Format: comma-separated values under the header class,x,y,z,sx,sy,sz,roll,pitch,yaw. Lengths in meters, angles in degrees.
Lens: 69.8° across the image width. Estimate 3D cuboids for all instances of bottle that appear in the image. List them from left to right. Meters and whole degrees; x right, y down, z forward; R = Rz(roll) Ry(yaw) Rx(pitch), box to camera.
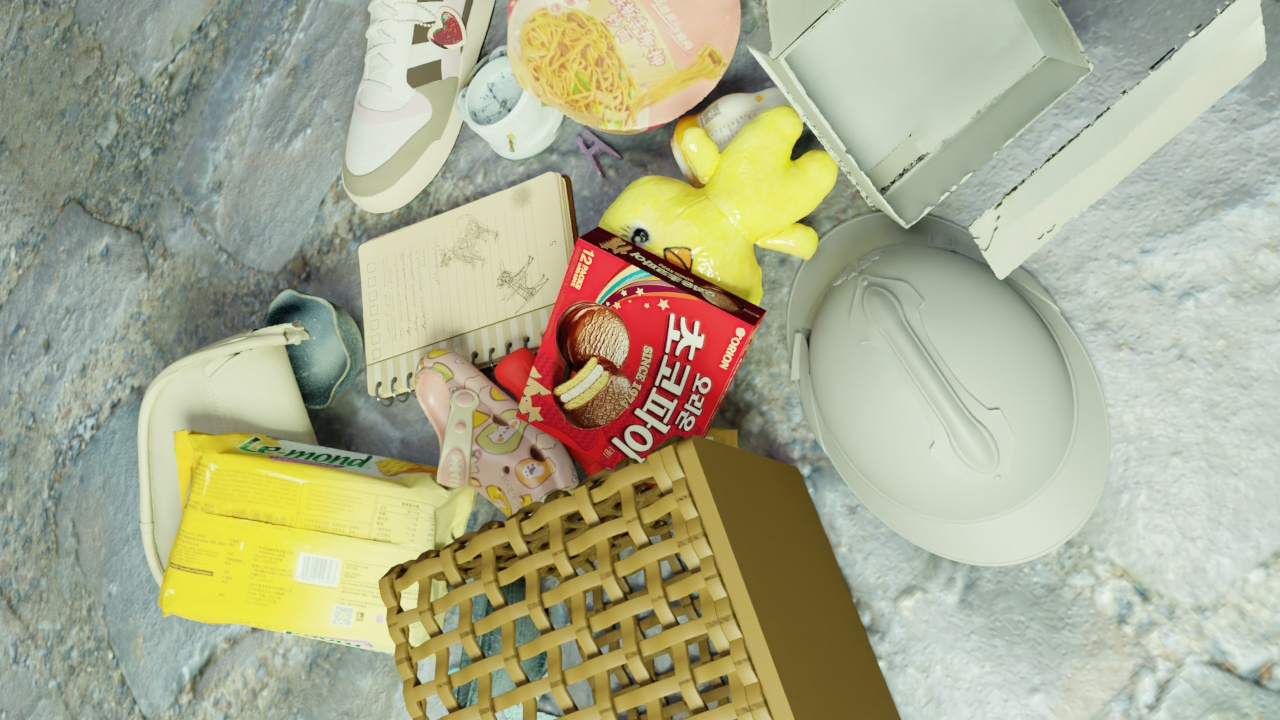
class,x,y,z,sx,sy,sz,roll,pitch,yaw
bottle,-0.070,0.044,0.741,0.036,0.036,0.119,-41,81,13
bottle,0.080,-0.176,0.708,0.109,0.063,0.063,-24,70,17

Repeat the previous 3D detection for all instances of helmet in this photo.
class,x,y,z,sx,sy,sz,roll,pitch,yaw
helmet,0.180,0.000,0.590,0.184,0.117,0.271,-35,65,16

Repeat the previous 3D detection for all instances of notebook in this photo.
class,x,y,z,sx,sy,sz,roll,pitch,yaw
notebook,-0.155,-0.061,0.820,0.226,0.024,0.167,-15,72,23

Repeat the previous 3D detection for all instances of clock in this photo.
class,x,y,z,sx,sy,sz,roll,pitch,yaw
clock,-0.120,-0.232,0.821,0.083,0.057,0.117,-48,56,10

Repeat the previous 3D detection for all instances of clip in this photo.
class,x,y,z,sx,sy,sz,roll,pitch,yaw
clip,-0.037,-0.182,0.794,0.032,0.013,0.051,-41,62,11

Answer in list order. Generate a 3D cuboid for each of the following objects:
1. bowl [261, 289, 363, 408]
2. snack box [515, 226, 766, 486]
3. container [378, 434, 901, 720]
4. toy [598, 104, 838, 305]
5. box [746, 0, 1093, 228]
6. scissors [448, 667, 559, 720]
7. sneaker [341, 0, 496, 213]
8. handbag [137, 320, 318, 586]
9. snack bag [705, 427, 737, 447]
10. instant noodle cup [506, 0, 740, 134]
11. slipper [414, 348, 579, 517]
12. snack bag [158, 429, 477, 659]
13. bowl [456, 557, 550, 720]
class,x,y,z,sx,sy,sz,roll,pitch,yaw
bowl,-0.296,-0.013,0.854,0.110,0.055,0.110,6,102,28
snack box,-0.004,0.004,0.657,0.133,0.035,0.152,28,118,10
container,0.018,0.210,0.568,0.214,0.219,0.251,-27,69,19
toy,0.051,-0.093,0.679,0.208,0.092,0.134,-42,96,20
box,0.163,-0.202,0.512,0.167,0.330,0.165,-42,79,10
scissors,-0.117,0.285,0.738,0.129,0.015,0.135,38,91,26
sneaker,-0.221,-0.286,0.846,0.112,0.116,0.293,21,89,28
handbag,-0.351,0.090,0.840,0.184,0.132,0.229,-15,98,6
snack bag,0.029,0.063,0.706,0.099,0.020,0.026,-1,87,26
instant noodle cup,-0.012,-0.259,0.735,0.178,0.078,0.178,0,85,2
slipper,-0.133,0.073,0.732,0.197,0.081,0.093,41,138,25
snack bag,-0.268,0.151,0.749,0.247,0.068,0.159,10,88,-5
bowl,-0.102,0.214,0.707,0.057,0.137,0.137,10,82,-13
